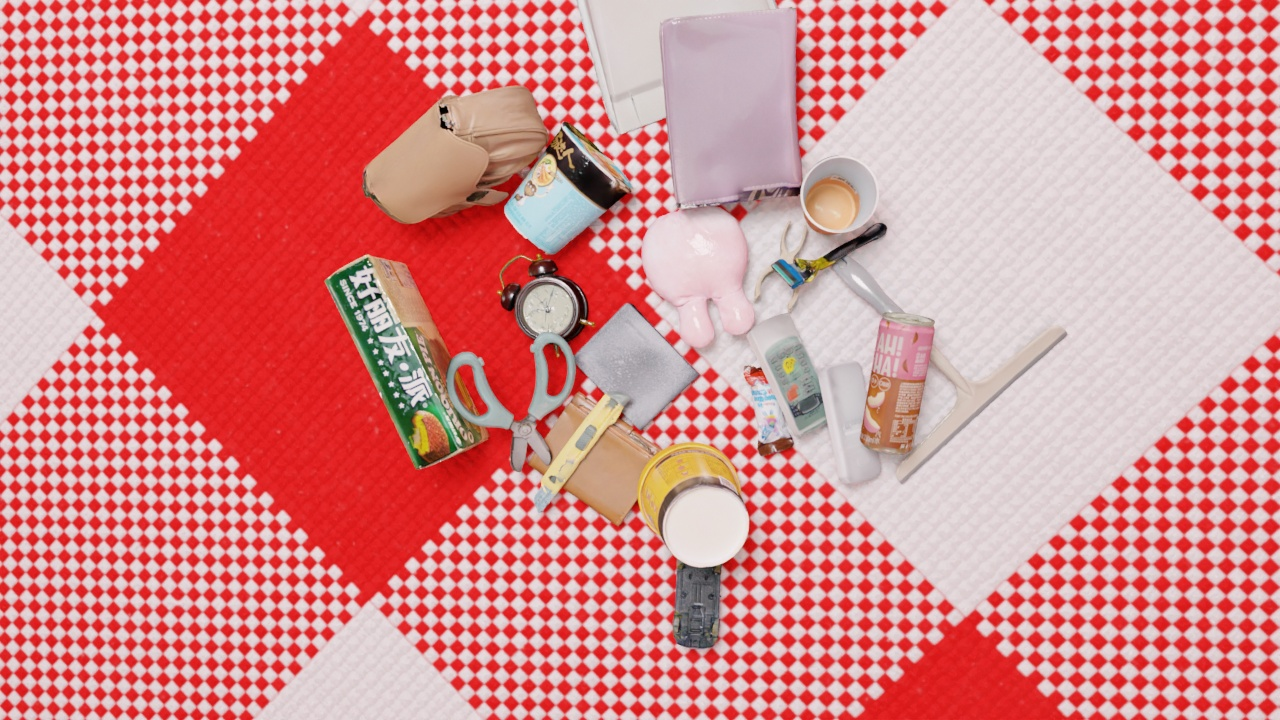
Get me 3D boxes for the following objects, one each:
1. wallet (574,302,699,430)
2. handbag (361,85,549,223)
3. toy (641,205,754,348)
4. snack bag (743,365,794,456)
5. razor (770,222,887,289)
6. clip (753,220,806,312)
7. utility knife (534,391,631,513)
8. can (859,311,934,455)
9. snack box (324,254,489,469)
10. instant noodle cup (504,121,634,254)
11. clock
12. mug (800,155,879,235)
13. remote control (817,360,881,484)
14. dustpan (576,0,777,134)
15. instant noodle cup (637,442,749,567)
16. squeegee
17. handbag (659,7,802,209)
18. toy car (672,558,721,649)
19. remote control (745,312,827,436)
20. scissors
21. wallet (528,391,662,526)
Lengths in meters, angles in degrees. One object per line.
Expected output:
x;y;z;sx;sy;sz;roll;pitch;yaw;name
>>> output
-0.006;0.006;1.070;0.097;0.019;0.121;-44;85;5;wallet
-0.199;-0.217;0.999;0.205;0.147;0.100;-25;86;41;handbag
0.067;-0.096;1.036;0.121;0.054;0.159;-17;84;15;toy
0.145;0.054;1.047;0.045;0.026;0.105;-11;90;-17;snack bag
0.214;-0.118;1.019;0.142;0.022;0.042;-27;55;-14;razor
0.149;-0.106;1.038;0.089;0.035;0.104;-4;87;6;clip
-0.071;0.103;1.055;0.031;0.019;0.175;38;103;10;utility knife
0.276;0.025;0.986;0.058;0.057;0.147;8;103;7;can
-0.263;0.001;1.052;0.063;0.114;0.240;-26;90;6;snack box
-0.087;-0.186;1.032;0.121;0.111;0.111;-44;87;14;instant noodle cup
-0.112;-0.068;1.060;0.082;0.055;0.122;-40;90;7;clock
0.207;-0.170;0.983;0.078;0.122;0.078;0;93;7;mug
0.234;0.069;1.030;0.055;0.020;0.136;-12;91;-29;remote control
0.031;-0.434;1.053;0.223;0.142;0.258;-18;119;7;dustpan
0.061;0.161;1.005;0.118;0.114;0.118;-1;101;-7;instant noodle cup
0.300;-0.032;1.019;0.246;0.039;0.246;-44;86;6;squeegee
0.099;-0.271;0.991;0.145;0.098;0.197;-4;104;5;handbag
0.066;0.272;1.062;0.054;0.037;0.120;2;82;8;toy car
0.170;0.015;1.032;0.056;0.019;0.135;-26;93;-20;remote control
-0.152;0.046;1.029;0.176;0.019;0.175;8;105;-19;scissors
-0.050;0.115;1.072;0.132;0.031;0.108;34;97;3;wallet
